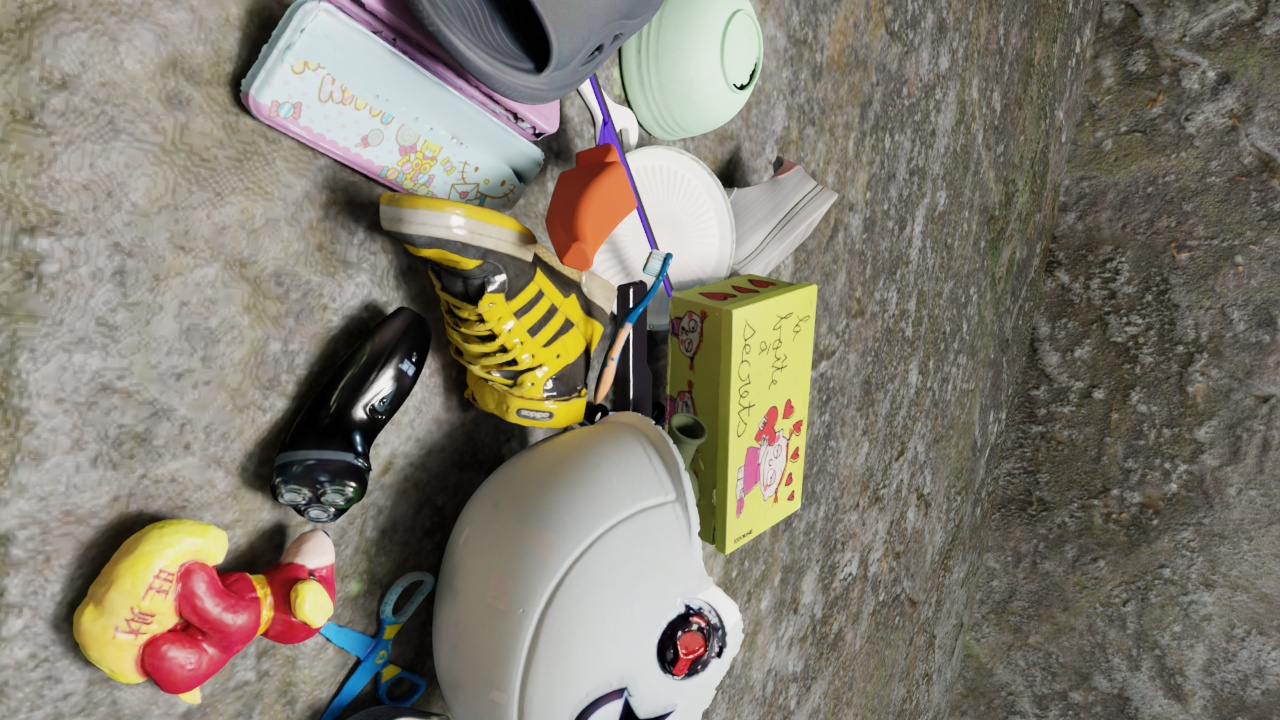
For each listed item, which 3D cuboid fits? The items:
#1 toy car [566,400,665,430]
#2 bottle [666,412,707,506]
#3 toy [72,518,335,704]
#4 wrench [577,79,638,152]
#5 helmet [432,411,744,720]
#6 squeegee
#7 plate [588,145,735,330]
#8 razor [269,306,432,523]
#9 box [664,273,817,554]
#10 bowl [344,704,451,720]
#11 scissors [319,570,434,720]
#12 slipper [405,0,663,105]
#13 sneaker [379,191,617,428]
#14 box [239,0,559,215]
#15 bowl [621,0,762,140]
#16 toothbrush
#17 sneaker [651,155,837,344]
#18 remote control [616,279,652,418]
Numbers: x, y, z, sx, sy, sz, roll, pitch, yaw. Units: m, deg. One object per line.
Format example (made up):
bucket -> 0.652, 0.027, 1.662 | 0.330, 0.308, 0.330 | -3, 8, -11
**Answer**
toy car -> -0.003, 0.072, 0.827 | 0.153, 0.056, 0.055 | 1, 114, -52
bottle -> 0.004, 0.126, 0.763 | 0.071, 0.071, 0.207 | -33, 154, -48
toy -> -0.232, 0.137, 0.501 | 0.137, 0.067, 0.105 | 12, 98, -50
wrench -> -0.063, -0.243, 0.669 | 0.047, 0.009, 0.273 | -64, 146, -20
helmet -> -0.060, 0.170, 0.643 | 0.163, 0.237, 0.264 | -3, 111, -30
squeegee -> -0.033, -0.108, 0.618 | 0.184, 0.055, 0.250 | -84, 156, -58
plate -> 0.016, -0.104, 0.785 | 0.156, 0.014, 0.157 | -4, 98, -31
razor -> -0.167, 0.031, 0.554 | 0.140, 0.064, 0.053 | -61, 146, -20
box -> 0.086, 0.041, 0.805 | 0.124, 0.082, 0.221 | -16, 118, -45
bowl -> -0.182, 0.274, 0.618 | 0.110, 0.055, 0.110 | -30, 134, -38
scissors -> -0.181, 0.203, 0.642 | 0.130, 0.014, 0.125 | -63, 144, -21
slipper -> -0.036, -0.243, 0.571 | 0.110, 0.084, 0.267 | 53, 40, -11
sneaker -> -0.099, -0.024, 0.617 | 0.238, 0.086, 0.122 | 23, 77, -61
box -> -0.129, -0.173, 0.563 | 0.214, 0.051, 0.149 | 22, 86, -57
bowl -> 0.055, -0.263, 0.784 | 0.150, 0.077, 0.151 | -24, 120, -51
toothbrush -> -0.011, -0.021, 0.645 | 0.021, 0.017, 0.135 | -81, -164, -58
sneaker -> 0.081, -0.113, 0.885 | 0.235, 0.089, 0.099 | -41, 170, -17
remote control -> -0.004, 0.004, 0.738 | 0.032, 0.015, 0.136 | -18, 115, -44
